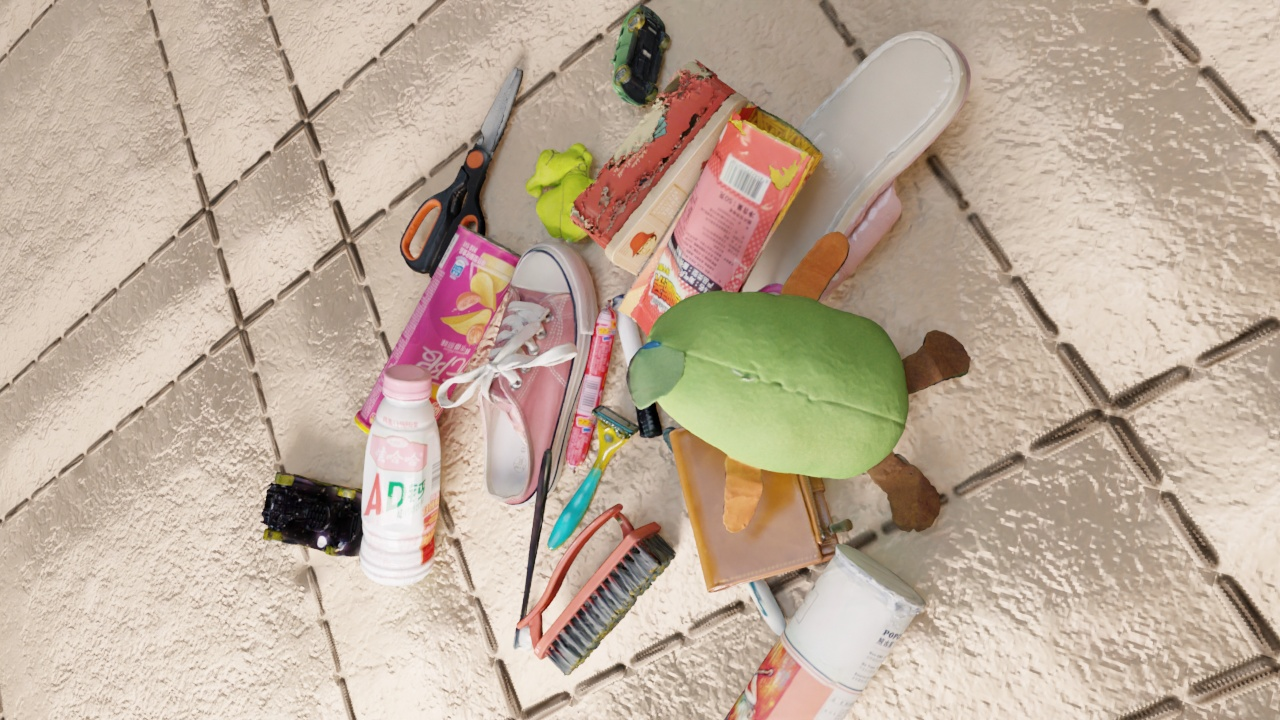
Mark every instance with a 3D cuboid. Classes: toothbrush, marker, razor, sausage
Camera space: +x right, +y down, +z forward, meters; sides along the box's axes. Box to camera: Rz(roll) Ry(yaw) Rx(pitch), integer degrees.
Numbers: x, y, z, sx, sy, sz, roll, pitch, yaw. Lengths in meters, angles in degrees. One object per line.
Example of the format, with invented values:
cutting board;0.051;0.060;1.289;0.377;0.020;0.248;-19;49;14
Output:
toothbrush;0.064;0.131;0.728;0.016;0.018;0.191;-38;64;17
marker;-0.005;0.005;0.791;0.023;0.018;0.130;-24;70;26
razor;-0.046;0.105;0.786;0.043;0.028;0.132;29;98;19
sausage;-0.042;0.023;0.797;0.020;0.020;0.156;16;95;29
toothbrush;-0.089;0.164;0.786;0.018;0.015;0.181;11;97;24

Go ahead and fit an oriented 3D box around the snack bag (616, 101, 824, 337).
snack bag;0.055;-0.088;0.707;0.208;0.073;0.128;-61;37;24

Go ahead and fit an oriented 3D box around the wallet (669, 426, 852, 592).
wallet;0.091;0.099;0.704;0.119;0.035;0.130;-17;67;10

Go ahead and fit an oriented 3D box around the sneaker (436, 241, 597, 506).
sneaker;-0.103;0.007;0.802;0.118;0.087;0.241;6;84;29

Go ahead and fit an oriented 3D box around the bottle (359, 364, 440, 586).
bottle;-0.212;0.101;0.814;0.068;0.068;0.197;20;114;29

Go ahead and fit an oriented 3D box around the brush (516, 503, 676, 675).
brush;-0.042;0.187;0.748;0.069;0.063;0.146;42;102;16

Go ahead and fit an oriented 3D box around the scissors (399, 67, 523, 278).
scissors;-0.153;-0.179;0.909;0.235;0.021;0.136;-47;71;7

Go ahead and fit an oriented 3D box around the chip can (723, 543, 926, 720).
chip can;0.112;0.239;0.651;0.071;0.071;0.215;35;97;29

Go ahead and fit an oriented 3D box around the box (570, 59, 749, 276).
box;0.019;-0.162;0.770;0.079;0.091;0.168;44;101;25

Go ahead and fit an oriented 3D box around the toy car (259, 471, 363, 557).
toy car;-0.320;0.155;0.913;0.158;0.042;0.070;7;83;30

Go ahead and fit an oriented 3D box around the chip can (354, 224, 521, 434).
chip can;-0.187;-0.020;0.862;0.071;0.071;0.210;32;95;29

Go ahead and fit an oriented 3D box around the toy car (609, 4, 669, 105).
toy car;-0.003;-0.274;0.831;0.036;0.043;0.091;-4;69;43

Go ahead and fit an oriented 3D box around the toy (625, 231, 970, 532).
toy;0.111;0.019;0.651;0.246;0.090;0.227;18;89;-9

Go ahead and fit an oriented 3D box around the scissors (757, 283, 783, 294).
scissors;0.097;0.003;0.721;0.125;0.017;0.134;29;122;-2

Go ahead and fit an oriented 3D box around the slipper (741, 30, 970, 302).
slipper;0.146;-0.129;0.715;0.275;0.054;0.114;-52;57;21

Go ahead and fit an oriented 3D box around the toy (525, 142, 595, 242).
toy;-0.067;-0.153;0.848;0.097;0.031;0.100;-3;74;27
